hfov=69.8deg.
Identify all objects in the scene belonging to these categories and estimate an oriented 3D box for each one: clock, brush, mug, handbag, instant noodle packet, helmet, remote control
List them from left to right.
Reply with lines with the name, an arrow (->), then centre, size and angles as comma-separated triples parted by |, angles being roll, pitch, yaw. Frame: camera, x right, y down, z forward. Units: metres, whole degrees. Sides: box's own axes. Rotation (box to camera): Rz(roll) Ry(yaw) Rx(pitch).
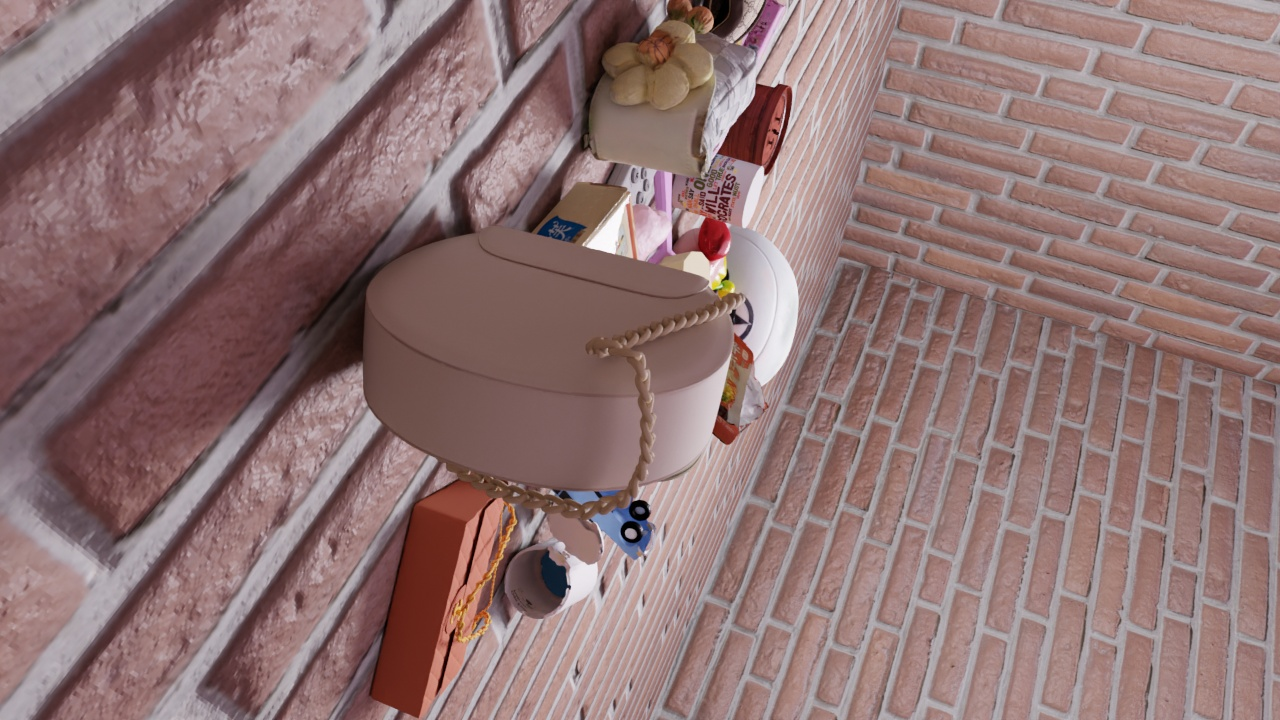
handbag -> -0.152, 0.188, 0.754 | 0.108, 0.060, 0.172 | -35, 142, -73
handbag -> -0.052, -0.015, 0.547 | 0.208, 0.211, 0.103 | -61, 164, -62
remote control -> 0.000, -0.192, 0.904 | 0.074, 0.019, 0.150 | 72, 39, -67
brush -> 0.040, -0.106, 0.970 | 0.089, 0.043, 0.229 | -13, 102, -64
handbag -> 0.033, -0.240, 0.790 | 0.123, 0.113, 0.171 | 85, 27, -43
instant noodle packet -> 0.078, -0.014, 1.116 | 0.083, 0.164, 0.221 | -40, 157, -16
handbag -> 0.075, -0.379, 0.878 | 0.138, 0.063, 0.167 | -53, 157, -28
mug -> 0.097, -0.213, 1.103 | 0.105, 0.089, 0.074 | -51, 156, -53
helmet -> 0.149, -0.067, 1.346 | 0.236, 0.164, 0.264 | 41, 68, -76
clock -> 0.150, -0.308, 1.216 | 0.157, 0.072, 0.120 | -7, 115, -74

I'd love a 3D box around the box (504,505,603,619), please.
box -> -0.078, 0.205, 0.965 | 0.144, 0.083, 0.136 | -46, 168, 10

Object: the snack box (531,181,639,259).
snack box -> -0.054, -0.024, 0.779 | 0.152, 0.055, 0.208 | -55, 151, -37

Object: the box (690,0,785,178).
box -> 0.102, -0.334, 1.026 | 0.159, 0.066, 0.230 | 79, 33, -63

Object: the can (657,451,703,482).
can -> 0.019, 0.075, 1.109 | 0.073, 0.128, 0.127 | 93, 21, -53

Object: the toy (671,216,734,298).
toy -> 0.078, -0.110, 1.173 | 0.124, 0.097, 0.131 | -57, 178, -6

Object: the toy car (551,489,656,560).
toy car -> -0.044, 0.146, 0.965 | 0.055, 0.153, 0.056 | -37, -169, 24

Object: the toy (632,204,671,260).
toy -> -0.025, -0.106, 0.850 | 0.102, 0.050, 0.093 | -50, 144, 14
